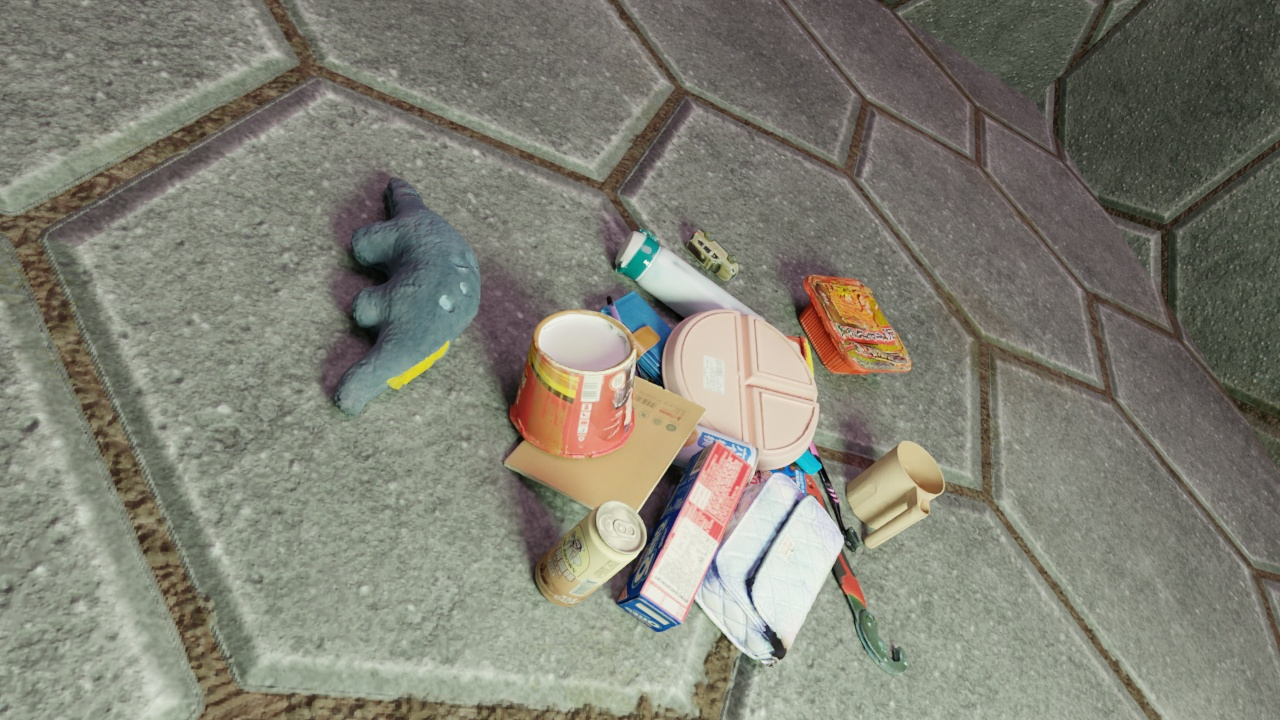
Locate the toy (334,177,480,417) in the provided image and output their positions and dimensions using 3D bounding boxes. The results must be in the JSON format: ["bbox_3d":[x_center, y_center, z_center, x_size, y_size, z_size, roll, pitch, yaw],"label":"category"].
[{"bbox_3d":[-0.241,-0.085,0.983,0.138,0.092,0.355,0,48,-8],"label":"toy"}]

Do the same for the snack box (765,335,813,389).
[{"bbox_3d":[0.192,0.007,1.284,0.080,0.082,0.091,18,43,-15],"label":"snack box"}]

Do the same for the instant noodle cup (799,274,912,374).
[{"bbox_3d":[0.330,-0.047,1.458,0.164,0.079,0.188,2,54,-41],"label":"instant noodle cup"}]

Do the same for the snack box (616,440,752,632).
[{"bbox_3d":[0.048,0.182,0.966,0.058,0.057,0.206,38,53,-9],"label":"snack box"}]

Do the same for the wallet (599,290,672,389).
[{"bbox_3d":[0.009,-0.027,1.186,0.133,0.040,0.106,47,33,5],"label":"wallet"}]

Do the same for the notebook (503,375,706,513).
[{"bbox_3d":[-0.033,0.082,1.006,0.148,0.008,0.207,24,41,14],"label":"notebook"}]

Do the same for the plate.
[{"bbox_3d":[0.134,0.029,1.168,0.229,0.028,0.229,14,56,-21],"label":"plate"}]

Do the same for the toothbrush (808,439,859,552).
[{"bbox_3d":[0.256,0.171,1.236,0.014,0.018,0.189,11,47,-33],"label":"toothbrush"}]

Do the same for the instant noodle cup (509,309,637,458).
[{"bbox_3d":[-0.063,0.020,0.978,0.138,0.109,0.137,8,39,-7],"label":"instant noodle cup"}]

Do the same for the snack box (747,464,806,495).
[{"bbox_3d":[0.141,0.151,1.142,0.157,0.026,0.084,26,42,-22],"label":"snack box"}]

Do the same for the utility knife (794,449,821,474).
[{"bbox_3d":[0.169,0.080,1.242,0.199,0.018,0.034,46,25,4],"label":"utility knife"}]

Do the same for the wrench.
[{"bbox_3d":[0.257,0.261,1.150,0.056,0.016,0.273,4,52,-40],"label":"wrench"}]

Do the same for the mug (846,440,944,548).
[{"bbox_3d":[0.339,0.183,1.226,0.084,0.104,0.124,33,39,-14],"label":"mug"}]

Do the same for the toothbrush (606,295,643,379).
[{"bbox_3d":[-0.007,0.006,1.127,0.016,0.014,0.189,-4,70,-56],"label":"toothbrush"}]

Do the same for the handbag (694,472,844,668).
[{"bbox_3d":[0.145,0.224,1.021,0.134,0.076,0.193,50,44,-5],"label":"handbag"}]

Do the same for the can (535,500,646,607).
[{"bbox_3d":[-0.048,0.184,0.866,0.058,0.117,0.058,24,41,-23],"label":"can"}]

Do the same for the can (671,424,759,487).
[{"bbox_3d":[0.068,0.103,1.070,0.134,0.053,0.053,20,41,-3],"label":"can"}]

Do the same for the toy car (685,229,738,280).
[{"bbox_3d":[0.110,-0.157,1.396,0.090,0.042,0.035,44,59,9],"label":"toy car"}]

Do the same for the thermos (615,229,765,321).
[{"bbox_3d":[0.067,-0.097,1.277,0.224,0.073,0.073,35,38,-10],"label":"thermos"}]
